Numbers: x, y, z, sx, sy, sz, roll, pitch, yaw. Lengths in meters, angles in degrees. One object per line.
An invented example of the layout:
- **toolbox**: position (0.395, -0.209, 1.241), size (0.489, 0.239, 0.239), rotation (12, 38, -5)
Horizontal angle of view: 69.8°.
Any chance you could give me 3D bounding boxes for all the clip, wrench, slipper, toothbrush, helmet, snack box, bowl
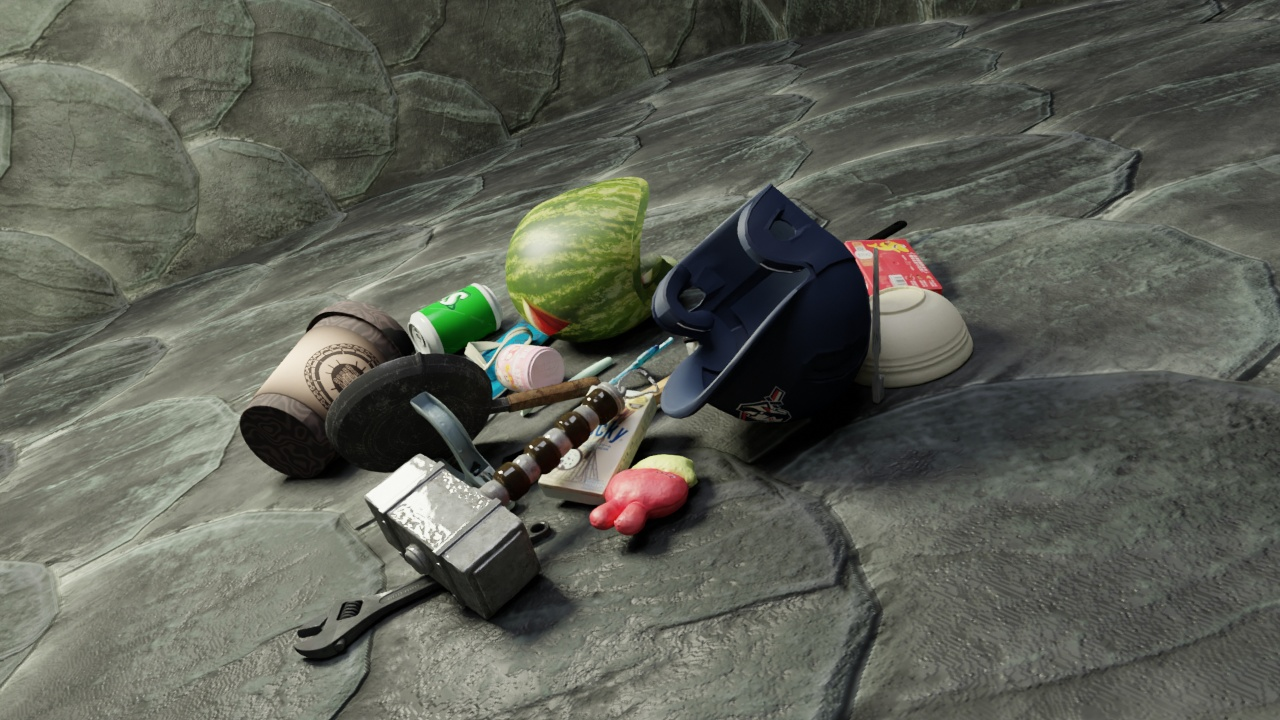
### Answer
- **clip**: position (-0.220, 0.112, 1.064), size (0.032, 0.164, 0.166), rotation (-39, 13, -31)
- **wrench**: position (-0.216, 0.226, 0.927), size (0.272, 0.018, 0.073), rotation (-23, 25, -15)
- **slipper**: position (-0.214, -0.013, 1.379), size (0.118, 0.060, 0.293), rotation (-7, 26, 30)
- **toothbrush**: position (-0.099, 0.033, 1.250), size (0.154, 0.022, 0.015), rotation (-30, 64, -27)
- **helmet**: position (-0.084, -0.140, 1.361), size (0.248, 0.213, 0.242), rotation (-1, 49, 26)
- **toothbrush**: position (0.247, -0.035, 0.955), size (0.010, 0.182, 0.010), rotation (14, 36, 34)
- **snack box**: position (0.330, -0.119, 1.210), size (0.089, 0.021, 0.132), rotation (-3, 36, -6)
- **bowl**: position (0.299, -0.038, 1.055), size (0.151, 0.075, 0.150), rotation (-14, 25, 7)
- **helmet**: position (0.128, -0.029, 0.986), size (0.271, 0.223, 0.233), rotation (-45, 5, -30)
- **snack box**: position (-0.045, 0.092, 1.021), size (0.082, 0.026, 0.149), rotation (5, 47, 25)

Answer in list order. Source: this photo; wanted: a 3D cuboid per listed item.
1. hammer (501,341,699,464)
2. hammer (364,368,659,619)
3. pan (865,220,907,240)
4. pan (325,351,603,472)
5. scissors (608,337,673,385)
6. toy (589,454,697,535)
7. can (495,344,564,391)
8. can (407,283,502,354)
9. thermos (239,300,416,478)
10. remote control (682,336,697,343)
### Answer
- **hammer**: position (-0.014, 0.060, 1.112), size (0.327, 0.039, 0.131), rotation (-28, 27, -19)
- **hammer**: position (-0.110, 0.105, 0.961), size (0.177, 0.080, 0.325), rotation (24, 51, 38)
- **pan**: position (0.255, -0.114, 1.293), size (0.355, 0.034, 0.225), rotation (-30, 27, -24)
- **pan**: position (-0.203, 0.062, 1.136), size (0.356, 0.208, 0.040), rotation (-8, 50, -25)
- **scissors**: position (-0.007, 0.007, 1.185), size (0.134, 0.011, 0.140), rotation (-34, -3, -17)
- **toy**: position (0.003, 0.134, 0.930), size (0.092, 0.045, 0.134), rotation (1, 24, 39)
- **can**: position (-0.152, 0.012, 1.269), size (0.076, 0.067, 0.067), rotation (7, 35, 44)
- **can**: position (-0.303, -0.063, 1.507), size (0.139, 0.088, 0.088), rotation (-31, 27, -27)
- **thermos**: position (-0.441, 0.044, 1.298), size (0.173, 0.173, 0.225), rotation (-6, 33, 25)
- **remote control**: position (0.122, -0.044, 1.178), size (0.140, 0.009, 0.030), rotation (-12, 25, 0)
